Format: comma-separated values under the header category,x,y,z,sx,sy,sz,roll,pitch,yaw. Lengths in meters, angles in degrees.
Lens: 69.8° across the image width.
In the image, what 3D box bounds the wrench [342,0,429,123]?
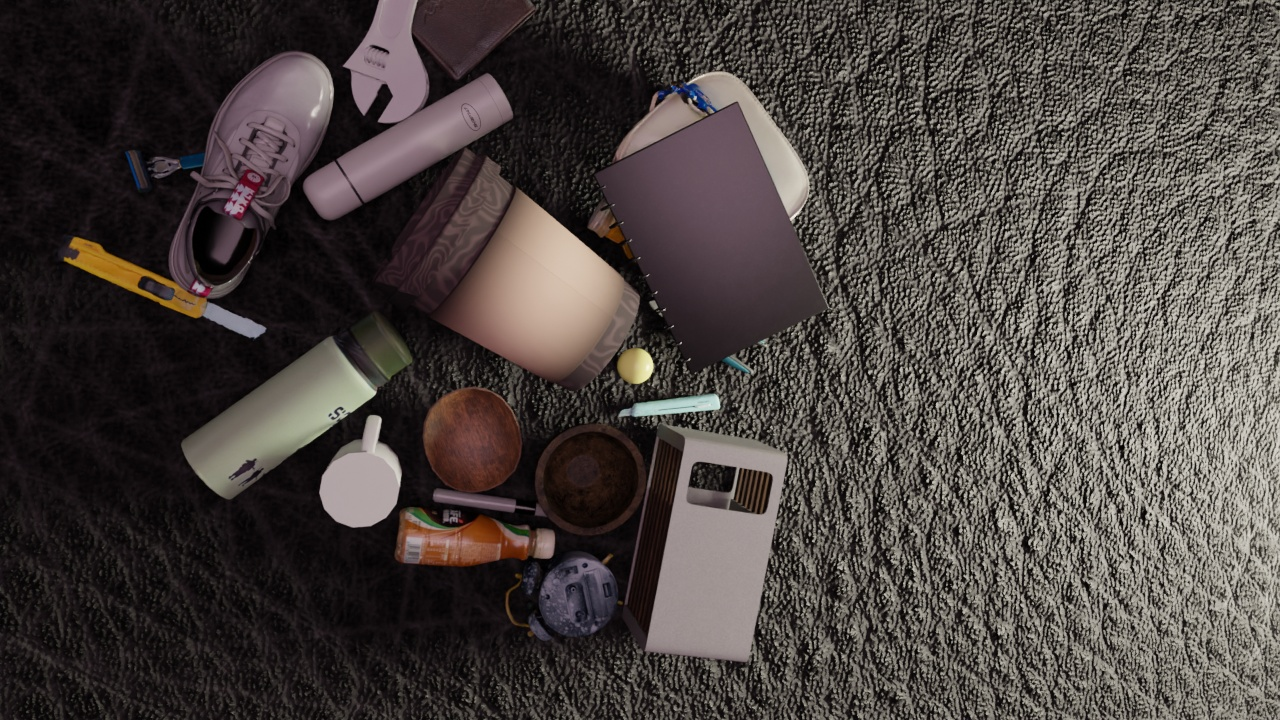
category,x,y,z,sx,sy,sz,roll,pitch,yaw
wrench,-0.230,-0.376,0.929,0.086,0.018,0.273,19,100,-5

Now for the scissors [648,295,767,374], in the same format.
category,x,y,z,sx,sy,sz,roll,pitch,yaw
scissors,0.078,-0.029,1.048,0.132,0.019,0.148,-17,98,-12

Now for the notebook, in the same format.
category,x,y,z,sx,sy,sz,roll,pitch,yaw
notebook,0.070,-0.120,0.941,0.169,0.019,0.231,-26,103,4

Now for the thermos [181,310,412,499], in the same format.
category,x,y,z,sx,sy,sz,roll,pitch,yaw
thermos,-0.342,0.038,0.931,0.231,0.082,0.082,-37,101,-7

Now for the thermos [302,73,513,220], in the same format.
category,x,y,z,sx,sy,sz,roll,pitch,yaw
thermos,-0.239,-0.218,0.944,0.224,0.052,0.052,-33,100,-9

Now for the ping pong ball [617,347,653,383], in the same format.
category,x,y,z,sx,sy,sz,roll,pitch,yaw
ping pong ball,-0.006,0.006,1.020,0.040,0.040,0.040,-1,94,-13

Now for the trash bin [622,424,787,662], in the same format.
category,x,y,z,sx,sy,sz,roll,pitch,yaw
trash bin,0.067,0.197,1.013,0.114,0.114,0.229,10,92,-13

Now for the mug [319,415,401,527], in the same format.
category,x,y,z,sx,sy,sz,roll,pitch,yaw
mug,-0.282,0.109,0.940,0.073,0.089,0.105,10,92,-14

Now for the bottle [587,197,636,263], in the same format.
category,x,y,z,sx,sy,sz,roll,pitch,yaw
bottle,0.030,-0.116,1.013,0.186,0.053,0.053,29,87,-13

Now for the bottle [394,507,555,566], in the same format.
category,x,y,z,sx,sy,sz,roll,pitch,yaw
bottle,-0.176,0.192,0.985,0.167,0.059,0.059,6,92,-13

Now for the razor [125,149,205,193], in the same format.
category,x,y,z,sx,sy,sz,roll,pitch,yaw
razor,-0.432,-0.202,0.919,0.143,0.022,0.042,-15,111,-16

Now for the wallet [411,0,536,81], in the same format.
category,x,y,z,sx,sy,sz,roll,pitch,yaw
wallet,-0.183,-0.367,0.959,0.120,0.031,0.099,-43,100,-4

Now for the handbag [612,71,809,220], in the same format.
category,x,y,z,sx,sy,sz,roll,pitch,yaw
handbag,0.066,-0.192,0.972,0.199,0.093,0.200,-41,95,-20

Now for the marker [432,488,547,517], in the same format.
category,x,y,z,sx,sy,sz,roll,pitch,yaw
marker,-0.157,0.157,1.010,0.140,0.016,0.016,10,92,-13

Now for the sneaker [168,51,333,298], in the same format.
category,x,y,z,sx,sy,sz,roll,pitch,yaw
sneaker,-0.369,-0.175,0.869,0.096,0.129,0.263,27,90,-29

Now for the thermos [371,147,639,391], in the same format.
category,x,y,z,sx,sy,sz,roll,pitch,yaw
thermos,-0.128,-0.081,0.928,0.226,0.173,0.172,34,86,-19

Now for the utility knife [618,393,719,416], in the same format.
category,x,y,z,sx,sy,sz,roll,pitch,yaw
utility knife,0.033,0.052,1.047,0.119,0.015,0.022,-6,127,-11

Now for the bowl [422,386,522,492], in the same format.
category,x,y,z,sx,sy,sz,roll,pitch,yaw
bowl,-0.182,0.084,0.993,0.102,0.026,0.114,-16,98,-11

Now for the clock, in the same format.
category,x,y,z,sx,sy,sz,roll,pitch,yaw
clock,-0.085,0.260,1.015,0.129,0.052,0.090,-12,97,-13

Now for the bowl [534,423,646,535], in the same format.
category,x,y,z,sx,sy,sz,roll,pitch,yaw
bowl,-0.059,0.126,1.009,0.121,0.056,0.121,-1,94,-13

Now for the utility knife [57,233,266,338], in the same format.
category,x,y,z,sx,sy,sz,roll,pitch,yaw
utility knife,-0.479,-0.071,0.922,0.206,0.018,0.030,25,97,-16
